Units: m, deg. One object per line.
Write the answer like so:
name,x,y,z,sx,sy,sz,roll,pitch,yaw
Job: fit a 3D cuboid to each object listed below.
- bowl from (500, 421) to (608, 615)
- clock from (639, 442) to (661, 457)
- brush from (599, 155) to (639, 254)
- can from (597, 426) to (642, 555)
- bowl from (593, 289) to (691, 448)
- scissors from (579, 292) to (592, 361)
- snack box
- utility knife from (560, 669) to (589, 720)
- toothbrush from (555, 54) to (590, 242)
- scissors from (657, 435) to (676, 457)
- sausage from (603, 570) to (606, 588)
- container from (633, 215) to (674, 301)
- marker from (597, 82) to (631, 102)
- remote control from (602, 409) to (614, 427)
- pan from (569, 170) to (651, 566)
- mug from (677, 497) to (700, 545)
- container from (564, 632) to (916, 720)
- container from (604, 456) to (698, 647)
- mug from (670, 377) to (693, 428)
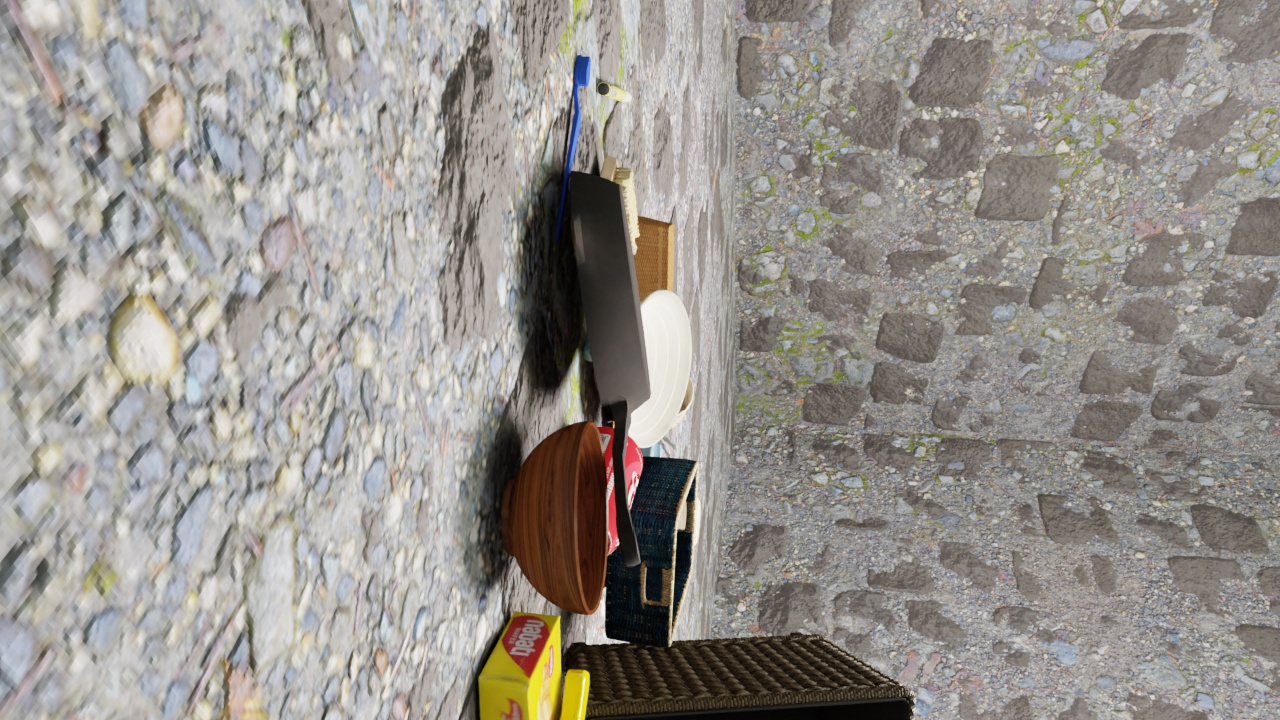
bowl,-0.070,0.121,0.712,0.147,0.069,0.147,0,89,-83
clock,-0.001,0.117,1.193,0.089,0.052,0.124,78,18,-53
brush,-0.025,-0.161,0.991,0.117,0.039,0.049,81,17,-49
can,-0.044,0.124,0.859,0.142,0.074,0.074,-69,160,-61
bowl,-0.006,0.006,1.027,0.176,0.058,0.177,-28,123,-57
scissors,-0.046,-0.049,0.983,0.128,0.012,0.119,-3,97,-79
snack box,-0.092,0.312,0.730,0.092,0.042,0.201,-59,151,-71
utility knife,-0.061,0.336,0.734,0.029,0.020,0.170,71,23,-63
toothbrush,-0.061,-0.195,0.838,0.016,0.011,0.186,61,33,-73
scissors,0.007,0.079,1.110,0.135,0.015,0.086,56,-31,21
sausage,-0.055,0.205,0.931,0.156,0.040,0.040,74,21,-63
container,0.007,-0.123,1.125,0.063,0.061,0.114,-51,143,-74
marker,-0.027,-0.293,1.008,0.132,0.014,0.014,-51,143,-74
remote control,-0.033,0.040,1.086,0.058,0.013,0.133,-63,155,-68
pan,-0.016,0.000,0.809,0.249,0.043,0.355,78,4,-69
mug,0.027,0.196,1.225,0.085,0.104,0.111,71,25,-68
container,0.074,0.377,0.917,0.205,0.320,0.176,-157,-111,-76
container,0.014,0.201,1.000,0.187,0.071,0.145,-52,146,-73
mug,0.027,0.041,1.332,0.097,0.081,0.122,88,-19,-69
